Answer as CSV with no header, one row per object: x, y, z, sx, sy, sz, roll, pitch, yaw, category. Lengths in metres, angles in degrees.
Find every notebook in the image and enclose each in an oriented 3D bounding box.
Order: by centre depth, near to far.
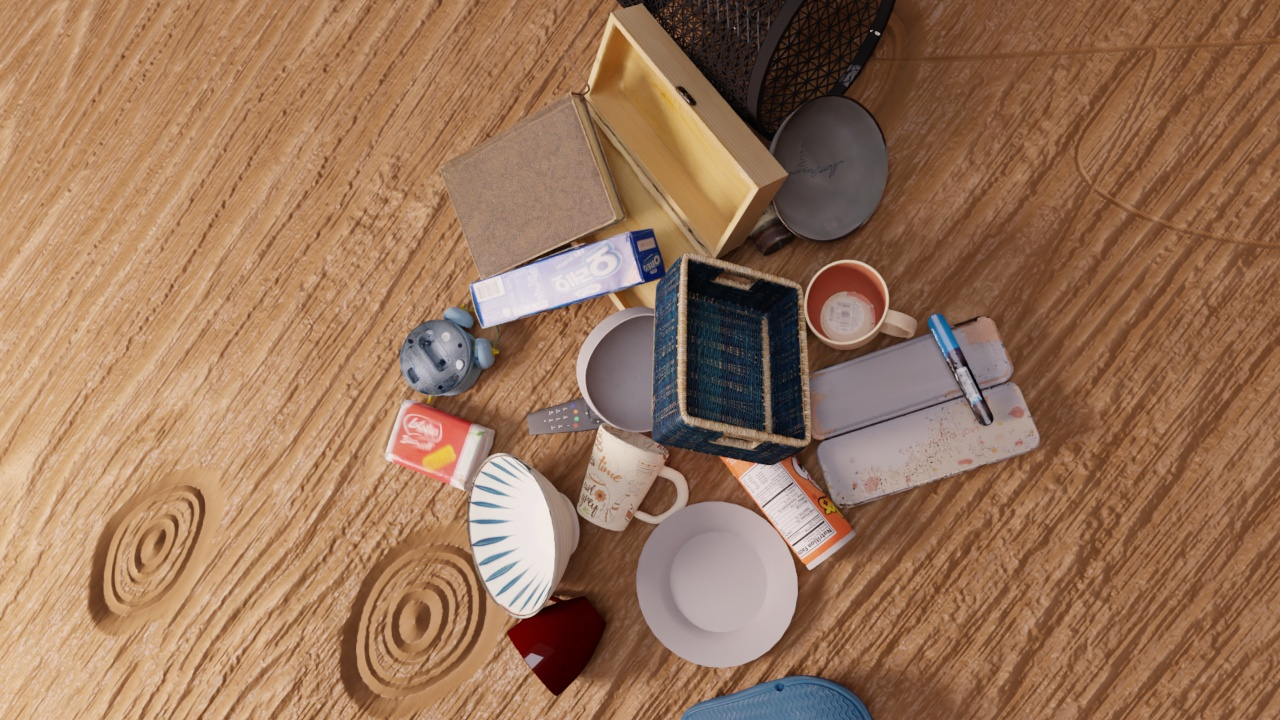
-0.130,-0.210,1.026,0.216,0.034,0.190,-17,94,34,notebook

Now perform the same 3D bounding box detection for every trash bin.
0.106,-0.390,0.967,0.243,0.217,0.217,42,94,21,trash bin

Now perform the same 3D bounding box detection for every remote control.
-0.069,0.063,1.050,0.125,0.010,0.039,-11,81,13,remote control

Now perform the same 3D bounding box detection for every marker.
0.322,0.009,0.922,0.018,0.015,0.123,-26,81,12,marker

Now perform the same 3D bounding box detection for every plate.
0.081,0.239,0.987,0.173,0.019,0.172,-2,83,14,plate

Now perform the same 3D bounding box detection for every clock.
-0.221,-0.010,1.076,0.124,0.051,0.089,-40,74,6,clock

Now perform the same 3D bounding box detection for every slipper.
0.137,0.379,0.939,0.214,0.059,0.103,-15,71,26,slipper

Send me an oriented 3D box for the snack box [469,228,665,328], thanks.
-0.084,-0.088,1.007,0.227,0.059,0.059,-14,94,32,snack box

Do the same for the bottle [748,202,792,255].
0.109,-0.192,1.011,0.056,0.056,0.162,-32,77,8,bottle

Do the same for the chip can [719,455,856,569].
0.134,0.116,0.966,0.062,0.062,0.210,-40,76,7,chip can

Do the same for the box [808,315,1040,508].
0.282,0.054,0.952,0.216,0.042,0.148,-19,83,11,box

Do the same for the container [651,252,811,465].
0.089,0.001,0.921,0.145,0.071,0.187,13,62,-21,container

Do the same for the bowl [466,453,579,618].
-0.116,0.185,1.001,0.178,0.070,0.177,6,98,50,bowl

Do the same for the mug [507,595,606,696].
-0.090,0.292,1.002,0.088,0.087,0.114,-39,47,-11,mug

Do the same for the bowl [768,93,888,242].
0.187,-0.204,0.978,0.150,0.057,0.151,-6,105,-21,bowl

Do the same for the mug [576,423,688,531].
-0.006,0.137,1.004,0.122,0.081,0.097,22,97,-11,mug

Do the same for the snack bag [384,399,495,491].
-0.236,0.099,1.074,0.116,0.036,0.077,19,89,15,snack bag

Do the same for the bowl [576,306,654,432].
-0.006,0.006,0.997,0.131,0.064,0.132,-5,108,-17,bowl

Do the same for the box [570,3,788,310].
0.005,-0.203,1.001,0.262,0.096,0.247,-46,73,35,box

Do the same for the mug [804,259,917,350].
0.226,-0.047,0.941,0.111,0.104,0.085,17,88,14,mug
